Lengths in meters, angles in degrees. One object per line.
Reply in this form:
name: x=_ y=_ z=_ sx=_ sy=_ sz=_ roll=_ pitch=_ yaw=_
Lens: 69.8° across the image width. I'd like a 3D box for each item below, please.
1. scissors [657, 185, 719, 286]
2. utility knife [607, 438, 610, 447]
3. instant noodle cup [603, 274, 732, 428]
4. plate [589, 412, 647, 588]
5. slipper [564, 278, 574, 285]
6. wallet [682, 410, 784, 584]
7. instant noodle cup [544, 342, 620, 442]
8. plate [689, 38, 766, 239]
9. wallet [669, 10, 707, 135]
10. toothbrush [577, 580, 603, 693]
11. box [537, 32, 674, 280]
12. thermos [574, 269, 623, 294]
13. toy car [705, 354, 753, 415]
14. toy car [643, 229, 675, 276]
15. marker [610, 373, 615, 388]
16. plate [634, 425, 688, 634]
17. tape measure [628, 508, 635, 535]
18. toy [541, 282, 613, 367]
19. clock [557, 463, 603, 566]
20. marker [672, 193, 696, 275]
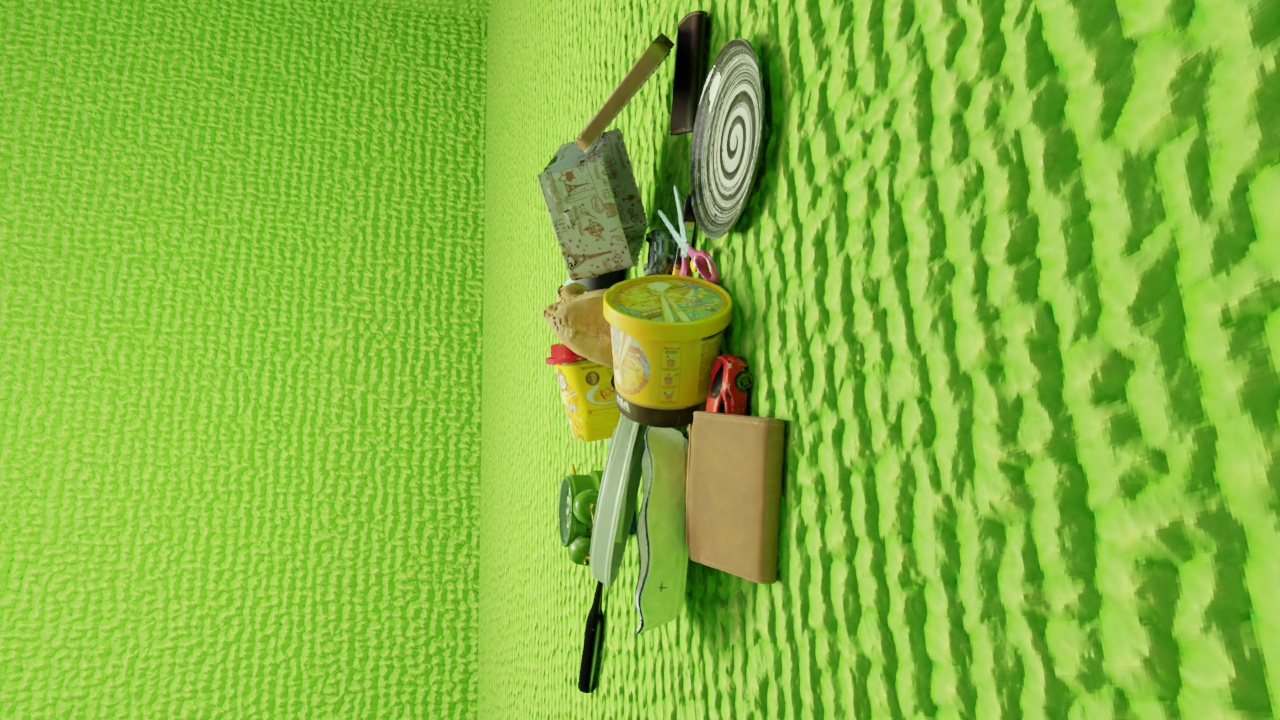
scissors: x=0.046 y=-0.107 z=0.930 sx=0.132 sy=0.017 sz=0.133 roll=92 pitch=154 yaw=-46
utility knife: x=-0.046 y=0.019 z=1.281 sx=0.031 sy=0.021 sz=0.208 roll=125 pitch=152 yaw=-65
instant noodle cup: x=0.024 y=-0.008 z=0.866 sx=0.118 sy=0.118 sz=0.115 roll=-115 pitch=23 yaw=-60
plate: x=-0.019 y=0.130 z=0.997 sx=0.230 sy=0.027 sz=0.230 roll=13 pitch=-92 yaw=-84
slipper: x=-0.095 y=-0.046 z=1.370 sx=0.104 sy=0.074 sz=0.245 roll=170 pitch=101 yaw=-75
wallet: x=0.070 y=0.109 z=0.763 sx=0.119 sy=0.035 sz=0.130 roll=4 pitch=92 yaw=56
instant noodle cup: x=-0.051 y=0.034 z=1.148 sx=0.116 sy=0.116 sz=0.123 roll=-178 pitch=79 yaw=-74
plate: x=0.084 y=-0.200 z=0.841 sx=0.179 sy=0.024 sz=0.179 roll=-177 pitch=91 yaw=-73
wallet: x=0.050 y=-0.307 z=0.992 sx=0.096 sy=0.020 sz=0.122 roll=-132 pitch=45 yaw=-76
toothbrush: x=-0.064 y=0.364 z=1.273 sx=0.026 sy=0.027 sz=0.213 roll=18 pitch=109 yaw=35
box: x=-0.035 y=-0.234 z=1.030 sx=0.179 sy=0.133 sz=0.272 roll=-78 pitch=2 yaw=-65
thermos: x=-0.058 y=-0.124 z=1.267 sx=0.090 sy=0.068 sz=0.242 roll=160 pitch=113 yaw=-73
toy car: x=0.076 y=0.048 z=0.813 sx=0.049 sy=0.031 sz=0.106 roll=-154 pitch=66 yaw=-75
toy car: x=0.020 y=-0.102 z=1.034 sx=0.121 sy=0.037 sz=0.054 roll=105 pitch=168 yaw=-68
marker: x=-0.006 y=0.006 z=1.023 sx=0.020 sy=0.022 sz=0.131 roll=-39 pitch=2 yaw=21
plate: x=0.020 y=0.160 z=0.896 sx=0.205 sy=0.045 sz=0.205 roll=174 pitch=98 yaw=-89
tape measure: x=-0.023 y=0.194 z=1.158 sx=0.055 sy=0.025 sz=0.058 roll=138 pitch=134 yaw=-68
toy: x=-0.037 y=-0.045 z=1.017 sx=0.226 sy=0.143 sz=0.082 roll=-135 pitch=62 yaw=-74
clock: x=-0.078 y=0.220 z=1.294 sx=0.161 sy=0.056 sz=0.116 roll=-129 pitch=43 yaw=-67
marker: x=0.046 y=-0.115 z=0.971 sx=0.015 sy=0.018 sz=0.124 roll=-110 pitch=27 yaw=-72
